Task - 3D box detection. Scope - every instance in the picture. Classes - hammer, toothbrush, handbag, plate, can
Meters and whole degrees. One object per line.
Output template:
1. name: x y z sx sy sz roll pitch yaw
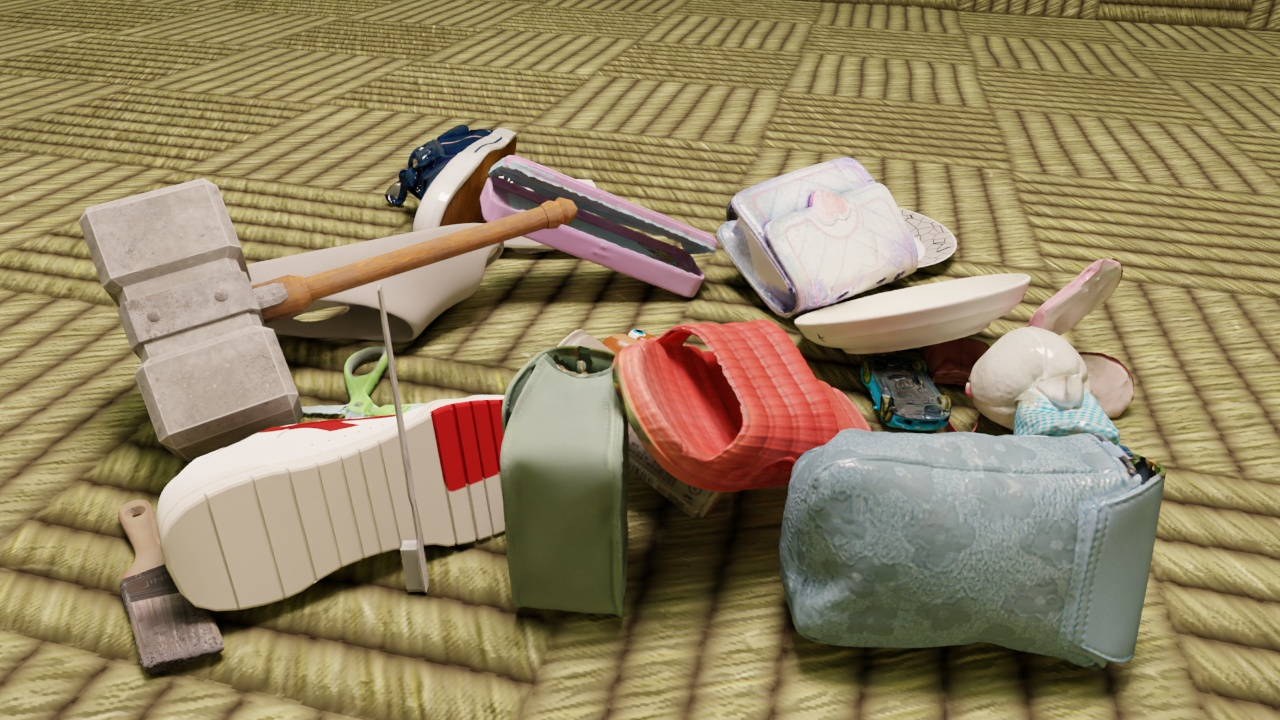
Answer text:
1. hammer: -0.188 -0.063 0.642 0.317 0.162 0.083 -21 -7 -21
2. toothbrush: -0.127 0.046 0.477 0.010 0.182 0.010 -2 25 0
3. handbag: 0.170 0.093 0.490 0.192 0.122 0.118 1 13 2
4. handbag: 0.242 0.024 0.697 0.055 0.029 0.119 6 35 12
5. plate: 0.232 -0.127 0.963 0.188 0.016 0.188 1 30 -1
6. plate: 0.217 -0.034 0.735 0.182 0.034 0.182 -12 6 1
7. handbag: 0.167 -0.114 0.841 0.158 0.069 0.126 -21 65 -28
8. handbag: -0.039 0.069 0.506 0.067 0.122 0.106 2 33 3
9. can: 0.000 0.040 0.580 0.135 0.054 0.054 37 40 12

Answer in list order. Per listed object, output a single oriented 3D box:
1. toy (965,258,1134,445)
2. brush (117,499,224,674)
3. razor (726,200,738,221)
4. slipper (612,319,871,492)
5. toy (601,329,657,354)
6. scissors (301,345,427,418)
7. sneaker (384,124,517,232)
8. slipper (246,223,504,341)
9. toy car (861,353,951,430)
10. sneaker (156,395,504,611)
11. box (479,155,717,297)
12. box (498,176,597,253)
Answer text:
1. toy: 0.276 0.035 0.628 0.106 0.131 0.204 -5 34 34
2. brush: -0.269 0.120 0.511 0.038 0.012 0.151 -18 35 -29
3. razor: 0.116 -0.114 0.909 0.053 0.064 0.140 1 45 -3
4. slipper: 0.080 0.023 0.540 0.248 0.059 0.103 10 45 -49
5. toy: -0.004 0.004 0.679 0.095 0.065 0.127 24 31 18
6. scissors: -0.203 0.034 0.663 0.172 0.021 0.171 3 34 -1
7. sneaker: -0.215 -0.187 0.959 0.127 0.121 0.294 14 27 -5
8. slipper: -0.226 -0.045 0.743 0.265 0.080 0.113 -15 -10 -37
9. toy car: 0.193 0.026 0.677 0.048 0.032 0.105 1 25 -2
10. sneaker: -0.163 0.065 0.554 0.236 0.090 0.104 -17 24 -28
11. box: -0.037 -0.123 0.829 0.214 0.065 0.078 18 11 -21
12. box: -0.100 -0.137 0.948 0.107 0.091 0.102 3 22 -8
